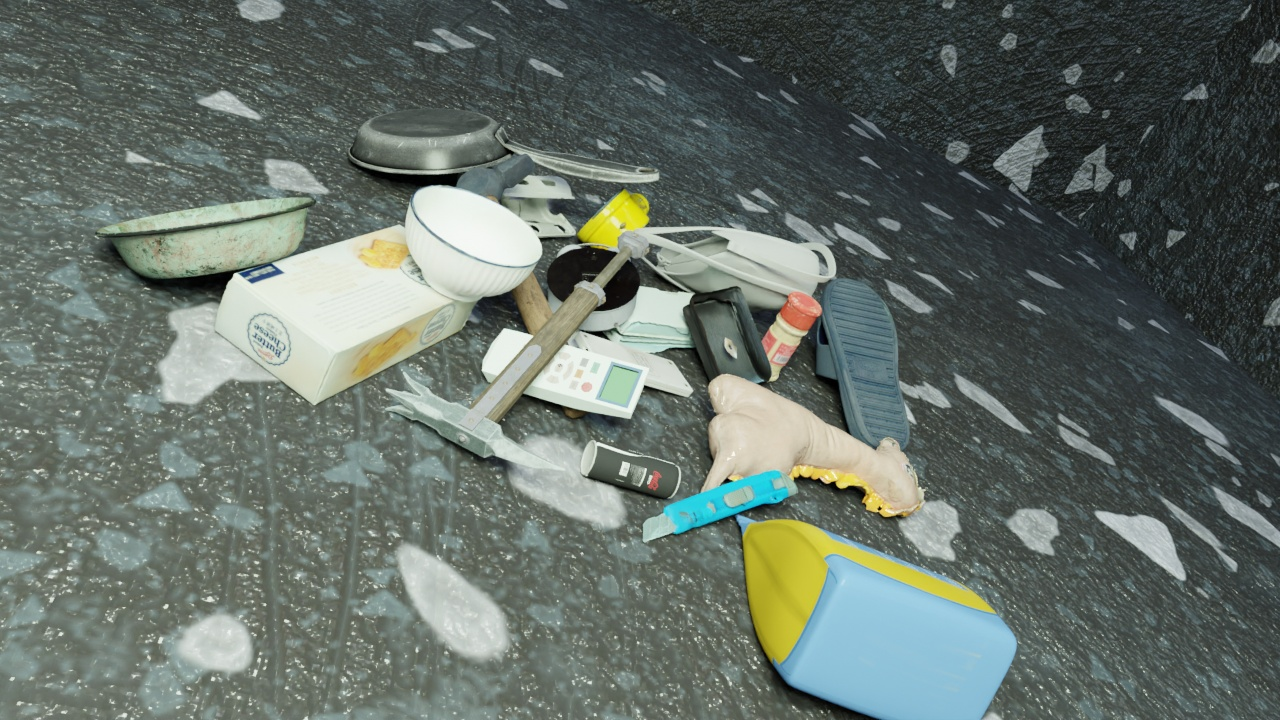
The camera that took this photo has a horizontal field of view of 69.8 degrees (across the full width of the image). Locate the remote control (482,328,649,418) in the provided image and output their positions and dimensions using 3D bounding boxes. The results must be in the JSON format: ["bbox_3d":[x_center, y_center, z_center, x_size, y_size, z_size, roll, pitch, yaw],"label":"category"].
[{"bbox_3d":[-0.068,0.014,0.805,0.143,0.024,0.049,15,56,11],"label":"remote control"}]

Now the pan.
[{"bbox_3d":[-0.156,-0.241,1.050,0.357,0.055,0.187,4,28,3],"label":"pan"}]

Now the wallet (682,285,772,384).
[{"bbox_3d":[0.094,-0.021,1.011,0.089,0.026,0.115,-14,82,-46],"label":"wallet"}]

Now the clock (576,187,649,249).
[{"bbox_3d":[-0.030,-0.170,1.131,0.057,0.083,0.118,44,25,-6],"label":"clock"}]

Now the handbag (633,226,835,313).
[{"bbox_3d":[0.093,-0.125,1.085,0.222,0.095,0.216,15,-8,-25],"label":"handbag"}]

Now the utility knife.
[{"bbox_3d":[0.070,0.123,0.785,0.178,0.015,0.031,-14,70,-35],"label":"utility knife"}]

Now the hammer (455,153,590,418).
[{"bbox_3d":[-0.114,-0.075,0.901,0.321,0.129,0.040,62,2,31],"label":"hammer"}]

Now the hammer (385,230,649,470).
[{"bbox_3d":[-0.065,-0.028,0.804,0.147,0.028,0.315,26,45,11],"label":"hammer"}]

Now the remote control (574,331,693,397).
[{"bbox_3d":[-0.005,0.005,0.921,0.135,0.011,0.050,17,28,-43],"label":"remote control"}]

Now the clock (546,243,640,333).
[{"bbox_3d":[-0.049,-0.080,0.946,0.094,0.035,0.122,3,46,-5],"label":"clock"}]

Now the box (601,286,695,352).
[{"bbox_3d":[0.038,-0.044,1.031,0.198,0.066,0.083,2,19,-44],"label":"box"}]

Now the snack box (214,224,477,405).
[{"bbox_3d":[-0.232,-0.046,0.764,0.104,0.058,0.207,35,28,8],"label":"snack box"}]

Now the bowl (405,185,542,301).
[{"bbox_3d":[-0.150,-0.092,0.788,0.118,0.062,0.118,23,29,-14],"label":"bowl"}]

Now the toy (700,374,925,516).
[{"bbox_3d":[0.172,0.111,0.900,0.264,0.065,0.195,30,46,-16],"label":"toy"}]

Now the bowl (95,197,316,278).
[{"bbox_3d":[-0.330,-0.095,0.712,0.157,0.038,0.157,-6,17,2],"label":"bowl"}]

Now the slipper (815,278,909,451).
[{"bbox_3d":[0.257,0.014,1.119,0.101,0.083,0.263,15,50,-19],"label":"slipper"}]

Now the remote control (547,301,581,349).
[{"bbox_3d":[-0.070,-0.018,0.919,0.136,0.013,0.043,44,31,25],"label":"remote control"}]

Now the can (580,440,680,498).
[{"bbox_3d":[-0.008,0.092,0.774,0.080,0.032,0.031,19,30,-20],"label":"can"}]

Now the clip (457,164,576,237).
[{"bbox_3d":[-0.149,-0.210,1.095,0.126,0.097,0.152,-10,57,-54],"label":"clip"}]

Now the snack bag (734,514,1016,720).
[{"bbox_3d":[0.168,0.188,0.729,0.159,0.102,0.205,22,8,-13],"label":"snack bag"}]

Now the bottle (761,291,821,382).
[{"bbox_3d":[0.163,-0.026,1.050,0.044,0.109,0.044,21,31,-13],"label":"bottle"}]
